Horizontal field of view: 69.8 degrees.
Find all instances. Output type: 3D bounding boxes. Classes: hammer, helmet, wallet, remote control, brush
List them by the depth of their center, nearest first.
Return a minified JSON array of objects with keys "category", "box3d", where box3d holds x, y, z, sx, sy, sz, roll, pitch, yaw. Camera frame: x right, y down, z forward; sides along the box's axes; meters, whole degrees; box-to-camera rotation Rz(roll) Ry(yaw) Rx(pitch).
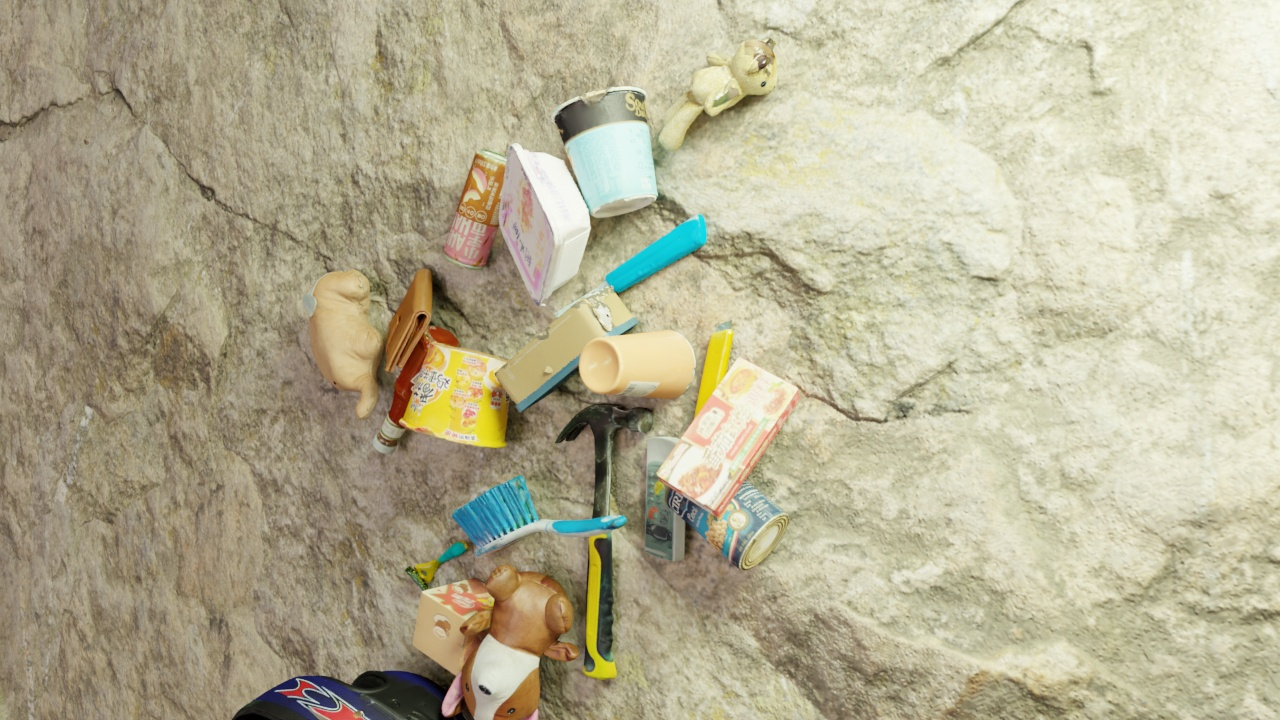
[{"category":"remote control","box3d":[0.028,0.153,1.023,0.056,0.019,0.135,5,94,54]},{"category":"hammer","box3d":[-0.048,0.211,1.082,0.126,0.031,0.323,4,93,37]},{"category":"brush","box3d":[-0.128,0.186,1.101,0.316,0.060,0.109,-34,77,47]},{"category":"helmet","box3d":[-0.333,0.513,1.167,0.315,0.239,0.248,33,111,21]},{"category":"wallet","box3d":[-0.313,-0.054,1.242,0.108,0.031,0.131,-55,25,21]}]

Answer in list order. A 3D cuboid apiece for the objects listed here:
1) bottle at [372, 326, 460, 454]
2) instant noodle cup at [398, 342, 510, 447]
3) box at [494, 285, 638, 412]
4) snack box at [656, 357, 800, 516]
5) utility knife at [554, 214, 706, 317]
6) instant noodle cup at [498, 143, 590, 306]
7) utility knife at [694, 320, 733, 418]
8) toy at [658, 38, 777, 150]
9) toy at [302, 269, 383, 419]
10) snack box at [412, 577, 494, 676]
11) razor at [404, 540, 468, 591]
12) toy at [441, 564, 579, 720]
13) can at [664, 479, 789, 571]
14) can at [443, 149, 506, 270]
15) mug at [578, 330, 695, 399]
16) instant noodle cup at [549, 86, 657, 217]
[{"category":"bottle","box3d":[-0.316,0.046,1.270,0.060,0.059,0.206,47,118,27]},{"category":"instant noodle cup","box3d":[-0.223,0.042,1.157,0.138,0.137,0.110,15,91,36]},{"category":"box","box3d":[-0.092,-0.010,1.072,0.185,0.089,0.061,-40,87,34]},{"category":"snack box","box3d":[0.089,0.076,0.929,0.075,0.025,0.152,30,77,28]},{"category":"utility knife","box3d":[-0.017,-0.099,1.062,0.237,0.018,0.034,-28,76,33]},{"category":"instant noodle cup","box3d":[-0.109,-0.159,1.069,0.138,0.060,0.174,64,159,18]},{"category":"utility knife","box3d":[0.079,0.035,0.992,0.033,0.015,0.164,17,101,37]},{"category":"toy","box3d":[0.079,-0.278,0.967,0.158,0.066,0.104,-31,30,37]},{"category":"toy","box3d":[-0.427,-0.019,1.340,0.144,0.082,0.226,-24,78,46]},{"category":"snack box","box3d":[-0.222,0.340,1.177,0.093,0.094,0.077,19,101,36]},{"category":"razor","box3d":[-0.271,0.273,1.255,0.133,0.028,0.043,-38,92,35]},{"category":"toy","box3d":[-0.153,0.352,1.089,0.140,0.130,0.199,25,95,12]},{"category":"can","box3d":[0.090,0.155,0.949,0.111,0.075,0.075,38,112,30]},{"category":"can","box3d":[-0.206,-0.194,1.181,0.058,0.057,0.147,33,109,33]},{"category":"mug","box3d":[-0.006,0.006,0.990,0.078,0.122,0.078,1,92,37]},{"category":"instant noodle cup","box3d":[-0.033,-0.228,1.026,0.111,0.111,0.120,-15,87,36]}]
